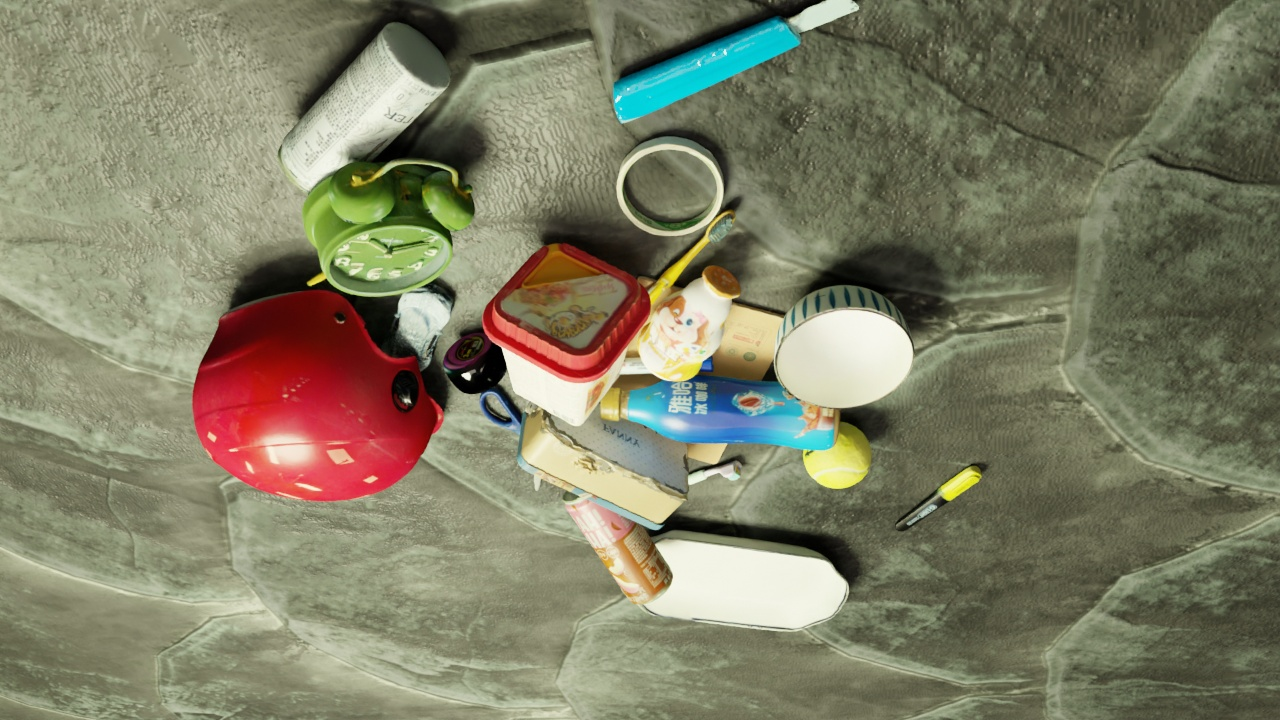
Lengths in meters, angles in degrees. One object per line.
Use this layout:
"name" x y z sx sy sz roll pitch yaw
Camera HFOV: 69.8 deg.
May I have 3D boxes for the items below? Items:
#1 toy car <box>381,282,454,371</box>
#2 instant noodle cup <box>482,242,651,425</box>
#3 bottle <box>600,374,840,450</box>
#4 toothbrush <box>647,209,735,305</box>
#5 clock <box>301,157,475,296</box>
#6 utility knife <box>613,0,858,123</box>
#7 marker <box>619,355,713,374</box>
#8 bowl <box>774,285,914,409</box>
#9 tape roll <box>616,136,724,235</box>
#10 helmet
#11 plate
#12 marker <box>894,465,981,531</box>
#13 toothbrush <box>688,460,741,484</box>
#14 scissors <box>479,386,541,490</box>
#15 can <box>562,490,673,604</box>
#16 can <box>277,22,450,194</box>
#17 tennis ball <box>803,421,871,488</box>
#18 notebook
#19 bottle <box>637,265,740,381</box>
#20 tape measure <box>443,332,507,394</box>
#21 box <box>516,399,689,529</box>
"toy car" -0.208 -0.029 0.851 0.049 0.031 0.106 21 131 -14
"instant noodle cup" -0.063 -0.017 0.788 0.117 0.116 0.124 28 147 14
"bottle" 0.072 0.047 0.855 0.219 0.065 0.065 3 133 2
"toothbrush" 0.019 -0.063 0.793 0.016 0.018 0.192 32 128 -18
"clock" -0.197 -0.109 0.720 0.116 0.056 0.162 -2 152 -36
"utility knife" 0.063 -0.217 0.656 0.188 0.018 0.034 -17 140 20
"marker" -0.005 0.005 0.859 0.146 0.016 0.017 -2 133 9
"bowl" 0.173 -0.020 0.795 0.116 0.066 0.117 2 133 2
"tape roll" 0.024 -0.139 0.736 0.086 0.013 0.086 3 133 3
"helmet" -0.307 0.061 0.858 0.207 0.143 0.240 -13 135 30
"plate" 0.109 0.254 1.079 0.266 0.034 0.162 7 133 -1
"marker" 0.314 0.150 0.973 0.018 0.015 0.124 27 131 -14
"toothbrush" 0.024 0.145 0.997 0.190 0.029 0.021 -23 86 26
"scissors" -0.102 0.078 0.952 0.163 0.012 0.161 36 127 -26
"can" -0.023 0.192 0.991 0.058 0.057 0.147 -25 107 26
"can" -0.209 -0.184 0.688 0.147 0.058 0.058 -33 122 30
"tennis ball" 0.193 0.093 0.899 0.065 0.065 0.066 3 133 3
"notebook" 0.039 0.017 0.883 0.148 0.008 0.208 15 132 -7
"bottle" 0.043 -0.033 0.789 0.063 0.063 0.109 23 130 -15
"tape measure" -0.152 0.004 0.858 0.058 0.057 0.039 -17 130 9
"box" -0.028 0.093 0.894 0.184 0.089 0.061 31 123 -20
